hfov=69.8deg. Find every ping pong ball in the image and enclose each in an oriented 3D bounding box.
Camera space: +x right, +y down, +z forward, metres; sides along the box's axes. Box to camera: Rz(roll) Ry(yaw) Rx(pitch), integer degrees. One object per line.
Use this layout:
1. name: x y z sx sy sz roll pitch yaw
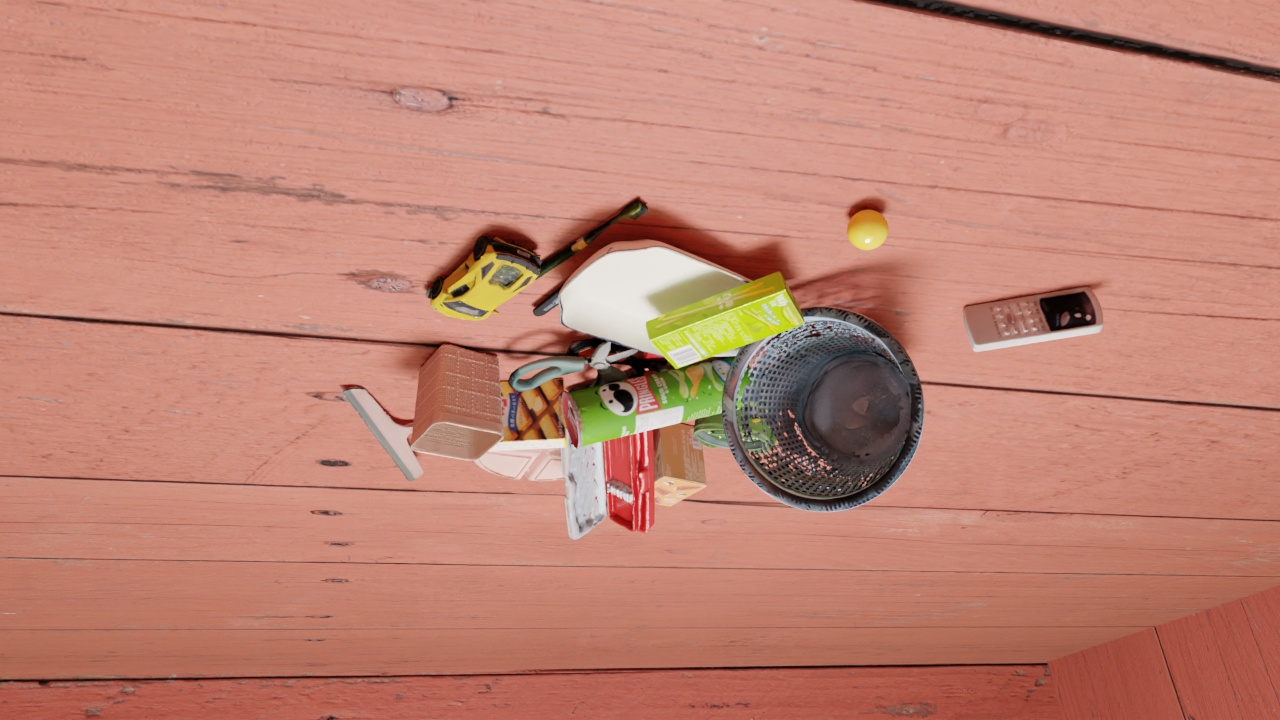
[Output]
1. ping pong ball: 0.227 -0.131 0.918 0.040 0.040 0.040 -3 151 -2

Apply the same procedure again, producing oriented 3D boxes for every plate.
1. plate: 0.031 -0.067 0.995 0.265 0.034 0.162 16 141 -39
2. plate: -0.141 0.129 1.352 0.229 0.028 0.230 -3 150 -2

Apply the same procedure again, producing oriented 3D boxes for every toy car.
1. toy car: -0.165 -0.079 0.961 0.071 0.041 0.156 21 144 -37

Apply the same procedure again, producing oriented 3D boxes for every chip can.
1. chip can: 0.025 0.049 1.124 0.235 0.072 0.072 -12 153 -15

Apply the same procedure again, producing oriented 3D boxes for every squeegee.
1. squeegee: -0.240 0.096 1.255 0.250 0.040 0.248 1 145 10

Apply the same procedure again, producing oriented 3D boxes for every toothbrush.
1. toothbrush: -0.063 -0.115 0.938 0.186 0.012 0.017 -28 154 36

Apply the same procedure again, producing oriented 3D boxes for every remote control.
1. remote control: 0.460 -0.049 1.078 0.150 0.058 0.021 -10 150 9

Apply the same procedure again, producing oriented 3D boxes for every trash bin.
1. trash bin: 0.235 0.058 1.091 0.227 0.226 0.194 -19 169 24

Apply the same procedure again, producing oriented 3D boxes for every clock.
1. clock: 0.129 0.088 1.256 0.116 0.056 0.161 7 162 14

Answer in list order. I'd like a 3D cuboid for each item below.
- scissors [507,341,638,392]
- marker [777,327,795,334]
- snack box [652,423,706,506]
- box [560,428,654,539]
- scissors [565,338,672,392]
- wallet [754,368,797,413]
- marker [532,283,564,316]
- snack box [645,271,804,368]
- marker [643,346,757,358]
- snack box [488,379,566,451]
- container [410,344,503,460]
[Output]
1. scissors: -0.084 0.017 1.112 0.181 0.019 0.171 -1 155 -11
2. marker: 0.126 -0.034 1.107 0.124 0.015 0.018 -5 150 -4
3. snack box: 0.035 0.151 1.346 0.077 0.092 0.095 15 146 -31
4. box: -0.045 0.163 1.267 0.102 0.100 0.202 18 125 31
5. scissors: -0.009 0.009 1.163 0.234 0.021 0.220 -24 150 29
6. wallet: 0.188 0.037 1.240 0.121 0.019 0.097 -30 141 35
7. marker: -0.078 -0.077 1.000 0.018 0.015 0.124 19 143 -38
8. snack box: 0.093 -0.041 0.998 0.157 0.026 0.086 -20 151 17
9. marker: 0.074 -0.012 1.111 0.145 0.017 0.017 -1 152 -18
10. snack box: -0.166 0.071 1.182 0.140 0.086 0.034 -3 152 -1
11. container: -0.220 0.050 1.111 0.089 0.110 0.090 15 146 -30
